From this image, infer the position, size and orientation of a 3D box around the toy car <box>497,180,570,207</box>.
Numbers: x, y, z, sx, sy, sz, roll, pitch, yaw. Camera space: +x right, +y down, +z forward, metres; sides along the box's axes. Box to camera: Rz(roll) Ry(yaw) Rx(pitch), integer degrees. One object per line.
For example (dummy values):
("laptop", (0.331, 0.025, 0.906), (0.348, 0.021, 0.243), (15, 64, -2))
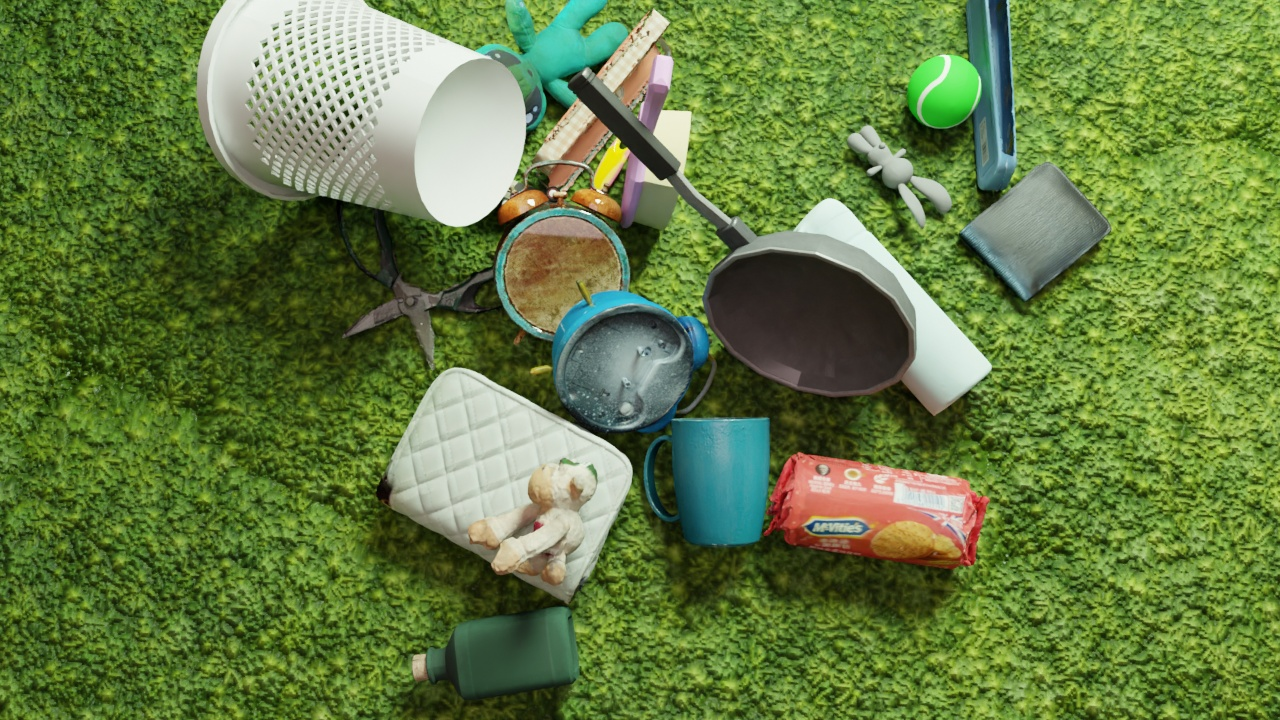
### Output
("toy car", (-0.104, -0.145, 0.847), (0.092, 0.040, 0.037), (22, 78, 6))

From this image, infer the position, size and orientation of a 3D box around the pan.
("pan", (0.080, -0.096, 0.722), (0.357, 0.179, 0.041), (42, 56, -22))

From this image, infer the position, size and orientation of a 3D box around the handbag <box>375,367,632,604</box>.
("handbag", (-0.109, 0.102, 0.777), (0.195, 0.072, 0.139), (28, 88, 7))

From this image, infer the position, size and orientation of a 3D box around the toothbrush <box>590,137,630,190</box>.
("toothbrush", (-0.011, -0.213, 0.872), (0.021, 0.016, 0.135), (28, 79, 12))

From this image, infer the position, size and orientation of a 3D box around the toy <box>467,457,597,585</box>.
("toy", (-0.071, 0.119, 0.698), (0.074, 0.085, 0.106), (39, 81, -14))

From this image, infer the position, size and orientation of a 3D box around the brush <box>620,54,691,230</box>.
("brush", (0.017, -0.178, 0.757), (0.043, 0.229, 0.089), (9, 77, -5))

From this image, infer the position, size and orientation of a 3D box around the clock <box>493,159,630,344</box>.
("clock", (-0.069, -0.095, 0.804), (0.121, 0.073, 0.158), (-2, 100, -6))

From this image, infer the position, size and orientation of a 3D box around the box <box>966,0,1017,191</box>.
("box", (0.331, -0.261, 0.848), (0.037, 0.066, 0.209), (-1, 77, 5))

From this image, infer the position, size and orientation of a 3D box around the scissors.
("scissors", (-0.197, -0.095, 0.853), (0.201, 0.015, 0.202), (-25, 78, -6))

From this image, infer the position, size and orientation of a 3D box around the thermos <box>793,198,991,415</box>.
("thermos", (0.212, -0.051, 0.804), (0.077, 0.065, 0.207), (-31, 76, -35))

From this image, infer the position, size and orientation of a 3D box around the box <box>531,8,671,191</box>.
("box", (-0.035, -0.238, 0.851), (0.048, 0.085, 0.187), (37, 83, 3))

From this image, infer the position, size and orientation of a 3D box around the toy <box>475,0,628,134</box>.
("toy", (-0.101, -0.274, 0.864), (0.193, 0.072, 0.131), (-37, 114, -7))

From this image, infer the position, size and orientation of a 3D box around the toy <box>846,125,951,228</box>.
("toy", (0.237, -0.173, 0.849), (0.049, 0.030, 0.111), (-33, 73, -21))

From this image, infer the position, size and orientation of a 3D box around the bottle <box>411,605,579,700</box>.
("bottle", (-0.120, 0.241, 0.749), (0.131, 0.061, 0.061), (-9, 79, 0))

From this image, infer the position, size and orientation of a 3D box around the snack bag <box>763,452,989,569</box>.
("snack bag", (0.195, 0.123, 0.762), (0.176, 0.082, 0.082), (9, 78, 4))

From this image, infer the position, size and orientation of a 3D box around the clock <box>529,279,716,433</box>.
("clock", (-0.005, 0.005, 0.772), (0.161, 0.060, 0.117), (24, 105, -29))

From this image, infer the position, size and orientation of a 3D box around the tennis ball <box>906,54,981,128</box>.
("tennis ball", (0.280, -0.247, 0.846), (0.065, 0.065, 0.065), (0, 77, 1))

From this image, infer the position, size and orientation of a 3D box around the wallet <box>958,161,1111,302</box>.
("wallet", (0.361, -0.119, 0.835), (0.115, 0.026, 0.089), (-40, 81, -7))

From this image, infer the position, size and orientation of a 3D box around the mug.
("mug", (0.054, 0.101, 0.774), (0.112, 0.084, 0.104), (-3, 87, 30))

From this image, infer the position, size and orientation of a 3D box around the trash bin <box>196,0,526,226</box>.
("trash bin", (-0.215, -0.203, 0.759), (0.200, 0.195, 0.195), (22, 78, 24))
